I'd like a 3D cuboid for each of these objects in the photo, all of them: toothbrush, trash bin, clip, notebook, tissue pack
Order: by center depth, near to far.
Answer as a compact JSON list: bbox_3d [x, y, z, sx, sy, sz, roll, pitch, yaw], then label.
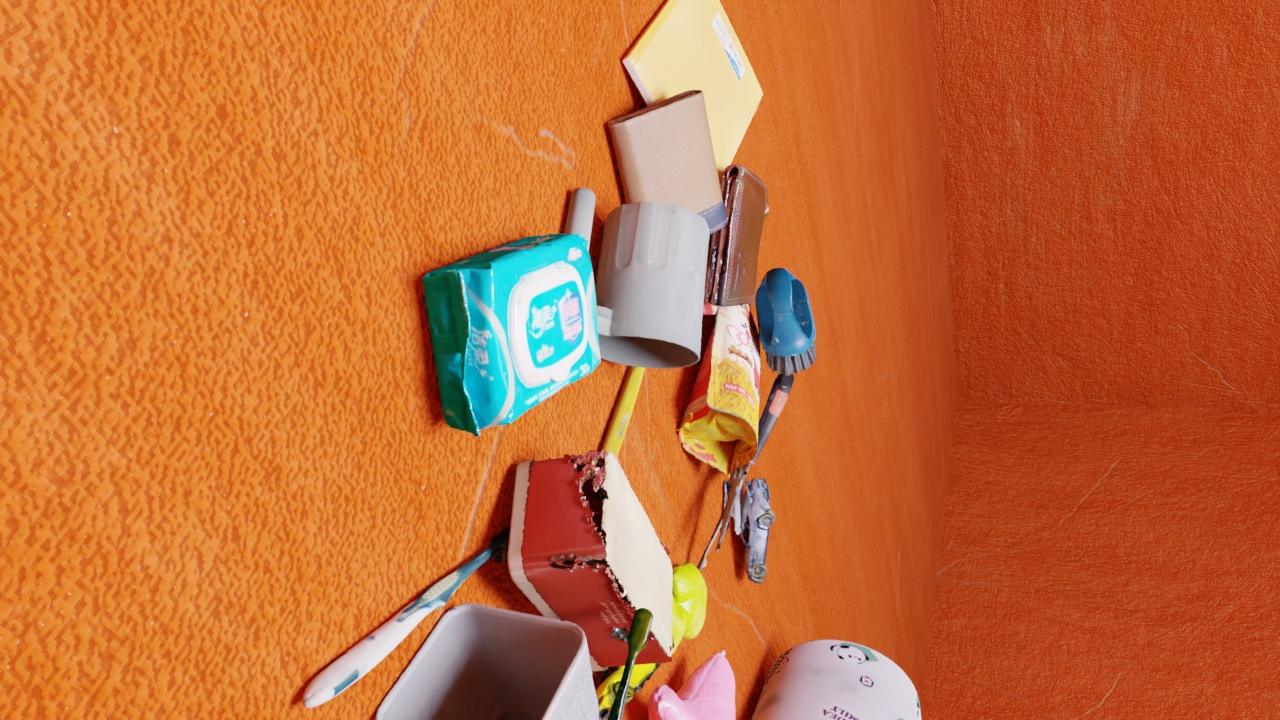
[{"bbox_3d":[-0.114,0.134,0.500,0.191,0.016,0.018,-33,132,-62],"label":"toothbrush"},{"bbox_3d":[-0.022,0.229,0.511,0.017,0.012,0.185,81,24,-61],"label":"toothbrush"},{"bbox_3d":[-0.073,-0.020,0.538,0.133,0.050,0.093,-36,125,-60],"label":"tissue pack"},{"bbox_3d":[-0.004,0.004,0.734,0.016,0.016,0.189,57,42,-45],"label":"toothbrush"},{"bbox_3d":[0.055,-0.249,0.812,0.146,0.010,0.205,56,39,-30],"label":"notebook"},{"bbox_3d":[0.096,0.155,0.966,0.025,0.036,0.057,23,66,-66],"label":"clip"},{"bbox_3d":[0.206,0.461,1.000,0.251,0.230,0.230,-56,141,-59],"label":"trash bin"}]

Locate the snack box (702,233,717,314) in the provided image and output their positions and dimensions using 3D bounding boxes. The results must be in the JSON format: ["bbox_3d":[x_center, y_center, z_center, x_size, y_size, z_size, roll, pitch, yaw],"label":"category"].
[{"bbox_3d":[0.051,-0.122,0.836,0.075,0.025,0.153,-64,146,-43],"label":"snack box"}]

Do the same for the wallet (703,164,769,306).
[{"bbox_3d":[0.087,-0.110,0.827,0.101,0.032,0.124,-19,117,-69],"label":"wallet"}]

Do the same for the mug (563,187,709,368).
[{"bbox_3d":[-0.007,-0.059,0.662,0.123,0.084,0.103,20,71,-39],"label":"mug"}]

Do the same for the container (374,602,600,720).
[{"bbox_3d":[-0.074,0.212,0.509,0.090,0.090,0.114,-56,143,-49],"label":"container"}]

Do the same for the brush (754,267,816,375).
[{"bbox_3d":[0.143,-0.050,0.920,0.143,0.055,0.073,-85,162,-57],"label":"brush"}]

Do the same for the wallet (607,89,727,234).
[{"bbox_3d":[0.023,-0.147,0.730,0.090,0.033,0.115,-27,123,-22],"label":"wallet"}]

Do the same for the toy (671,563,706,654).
[{"bbox_3d":[0.035,0.217,0.816,0.099,0.031,0.097,-54,137,-51],"label":"toy"}]

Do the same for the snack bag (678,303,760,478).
[{"bbox_3d":[0.090,0.004,0.902,0.207,0.073,0.129,-74,152,-45],"label":"snack bag"}]

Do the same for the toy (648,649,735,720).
[{"bbox_3d":[0.046,0.333,0.795,0.195,0.075,0.178,60,39,-48],"label":"toy"}]

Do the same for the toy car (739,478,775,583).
[{"bbox_3d":[0.123,0.185,0.997,0.054,0.037,0.121,-89,178,-65],"label":"toy car"}]

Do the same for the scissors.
[{"bbox_3d":[0.102,0.101,0.900,0.189,0.015,0.226,-62,-179,15],"label":"scissors"}]

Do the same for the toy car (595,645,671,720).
[{"bbox_3d":[-0.014,0.243,0.698,0.048,0.032,0.105,-54,166,29],"label":"toy car"}]

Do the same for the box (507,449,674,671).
[{"bbox_3d":[-0.019,0.134,0.609,0.168,0.078,0.091,66,19,-48],"label":"box"}]
